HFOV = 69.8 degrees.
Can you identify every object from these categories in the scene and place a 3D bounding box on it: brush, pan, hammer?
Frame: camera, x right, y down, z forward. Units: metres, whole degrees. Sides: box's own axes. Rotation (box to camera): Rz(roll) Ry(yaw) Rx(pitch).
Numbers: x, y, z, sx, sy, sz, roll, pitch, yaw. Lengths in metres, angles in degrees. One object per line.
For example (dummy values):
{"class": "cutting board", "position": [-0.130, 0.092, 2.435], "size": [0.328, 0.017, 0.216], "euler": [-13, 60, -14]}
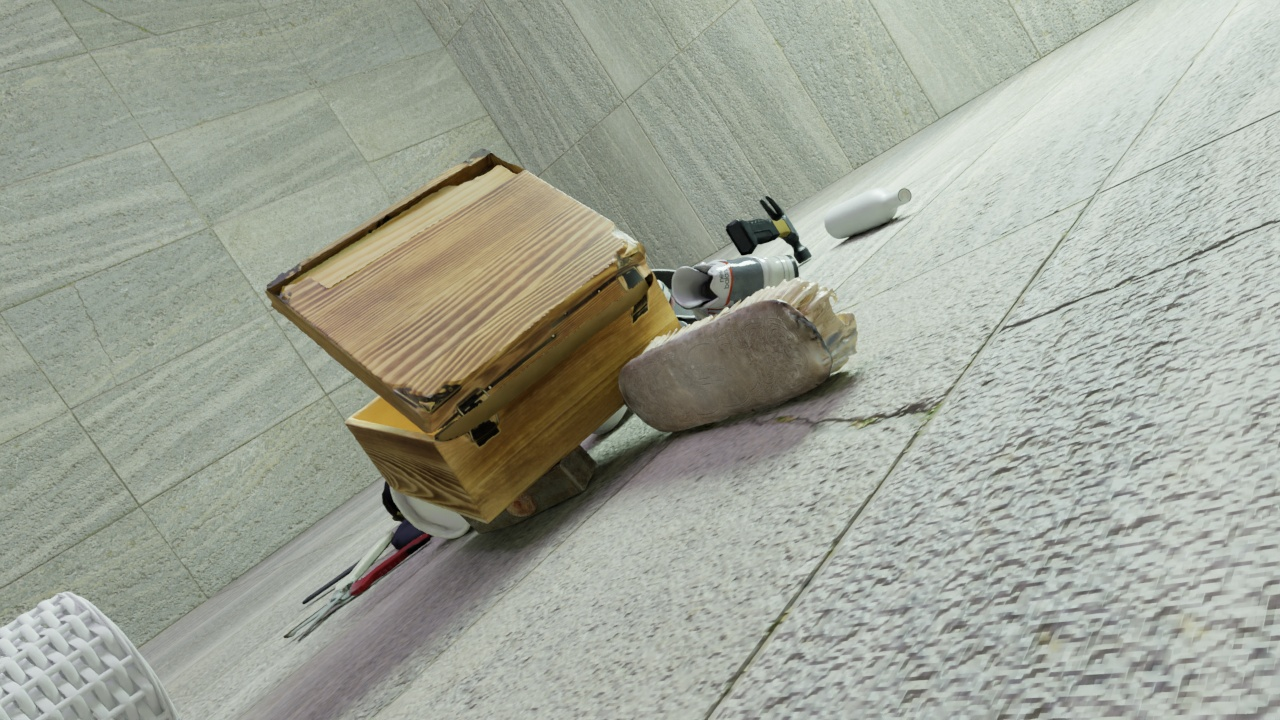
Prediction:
{"class": "brush", "position": [0.067, 0.004, 0.748], "size": [0.056, 0.083, 0.272], "euler": [-38, 6, -31]}
{"class": "pan", "position": [0.054, -0.065, 1.379], "size": [0.187, 0.055, 0.356], "euler": [6, 27, -2]}
{"class": "pan", "position": [-0.319, 0.230, 1.249], "size": [0.356, 0.021, 0.198], "euler": [-35, 9, 3]}
{"class": "hammer", "position": [0.180, -0.186, 1.320], "size": [0.025, 0.118, 0.332], "euler": [-32, -3, 22]}
{"class": "hammer", "position": [-0.083, 0.059, 0.991], "size": [0.158, 0.037, 0.299], "euler": [-30, 21, 31]}

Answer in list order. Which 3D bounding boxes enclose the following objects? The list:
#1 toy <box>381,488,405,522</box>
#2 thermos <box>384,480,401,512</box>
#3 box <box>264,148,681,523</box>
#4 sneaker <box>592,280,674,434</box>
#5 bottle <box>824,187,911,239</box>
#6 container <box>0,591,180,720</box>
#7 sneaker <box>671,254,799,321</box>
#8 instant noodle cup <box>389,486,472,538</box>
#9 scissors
{"class": "toy", "position": [-0.335, 0.191, 1.421], "size": [0.180, 0.078, 0.152], "euler": [-48, 2, 16]}
{"class": "thermos", "position": [-0.237, 0.135, 1.178], "size": [0.232, 0.061, 0.061], "euler": [-27, 8, 35]}
{"class": "box", "position": [-0.148, -0.039, 0.871], "size": [0.278, 0.264, 0.270], "euler": [-39, 24, -29]}
{"class": "sneaker", "position": [-0.007, 0.007, 1.149], "size": [0.118, 0.088, 0.240], "euler": [-12, 40, 41]}
{"class": "bottle", "position": [0.330, -0.217, 1.322], "size": [0.052, 0.052, 0.195], "euler": [-34, 6, -13]}
{"class": "container", "position": [-0.503, 0.315, 0.732], "size": [0.190, 0.189, 0.186], "euler": [-28, 7, 43]}
{"class": "sneaker", "position": [0.094, -0.095, 1.206], "size": [0.124, 0.088, 0.240], "euler": [-1, -7, -27]}
{"class": "instant noodle cup", "position": [-0.212, 0.131, 1.050], "size": [0.138, 0.137, 0.112], "euler": [-29, 18, 38]}
{"class": "scissors", "position": [-0.336, 0.261, 1.109], "size": [0.195, 0.015, 0.179], "euler": [-29, 17, 2]}
